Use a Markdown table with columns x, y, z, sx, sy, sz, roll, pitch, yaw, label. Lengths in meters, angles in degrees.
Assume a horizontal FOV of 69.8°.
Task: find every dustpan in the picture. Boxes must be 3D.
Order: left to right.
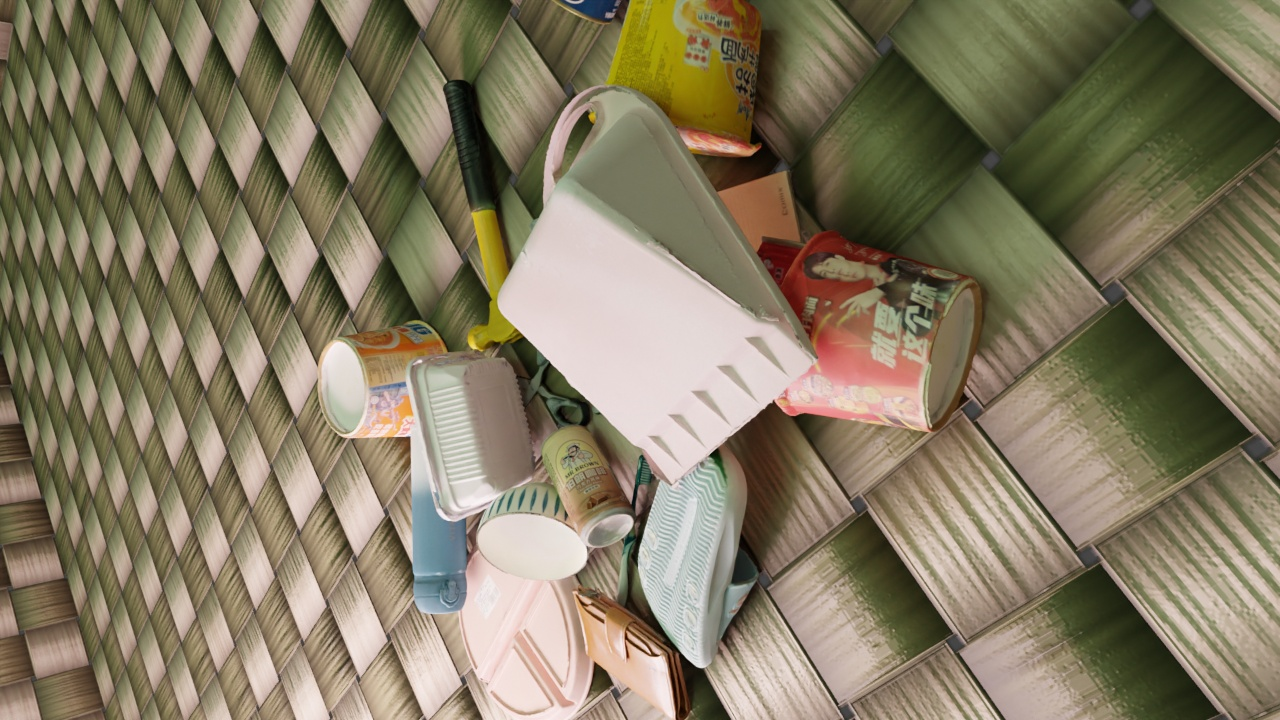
| x | y | z | sx | sy | sz | roll | pitch | yaw | label |
| --- | --- | --- | --- | --- | --- | --- | --- | --- | --- |
| 0.009 | -0.070 | 0.701 | 0.273 | 0.138 | 0.223 | 42 | 141 | -2 | dustpan |

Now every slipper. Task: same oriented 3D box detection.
| x | y | z | sx | sy | sz | roll | pitch | yaw | label |
| --- | --- | --- | --- | --- | --- | --- | --- | --- | --- |
| 0.056 | 0.164 | 0.802 | 0.104 | 0.074 | 0.246 | 44 | 140 | 39 | slipper |

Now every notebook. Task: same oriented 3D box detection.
| x | y | z | sx | sy | sz | roll | pitch | yaw | label |
| --- | --- | --- | --- | --- | --- | --- | --- | --- | --- |
| 0.045 | -0.061 | 0.794 | 0.212 | 0.012 | 0.149 | -13 | 87 | 27 | notebook |

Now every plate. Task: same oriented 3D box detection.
| x | y | z | sx | sy | sz | roll | pitch | yaw | label |
| --- | --- | --- | --- | --- | --- | --- | --- | --- | --- |
| -0.138 | 0.301 | 1.041 | 0.230 | 0.028 | 0.229 | 6 | 99 | 44 | plate |

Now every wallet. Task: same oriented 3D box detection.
| x | y | z | sx | sy | sz | roll | pitch | yaw | label |
| --- | --- | --- | --- | --- | --- | --- | --- | --- | --- |
| -0.010 | 0.277 | 0.890 | 0.131 | 0.035 | 0.119 | 23 | 139 | 41 | wallet |

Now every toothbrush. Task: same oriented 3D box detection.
| x | y | z | sx | sy | sz | roll | pitch | yaw | label |
| --- | --- | --- | --- | --- | --- | --- | --- | --- | --- |
| -0.008 | 0.183 | 0.911 | 0.018 | 0.016 | 0.192 | 10 | 106 | 7 | toothbrush |

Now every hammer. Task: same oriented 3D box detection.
| x | y | z | sx | sy | sz | roll | pitch | yaw | label |
| --- | --- | --- | --- | --- | --- | --- | --- | --- | --- |
| -0.174 | -0.166 | 1.019 | 0.129 | 0.032 | 0.300 | -20 | 81 | 43 | hammer |

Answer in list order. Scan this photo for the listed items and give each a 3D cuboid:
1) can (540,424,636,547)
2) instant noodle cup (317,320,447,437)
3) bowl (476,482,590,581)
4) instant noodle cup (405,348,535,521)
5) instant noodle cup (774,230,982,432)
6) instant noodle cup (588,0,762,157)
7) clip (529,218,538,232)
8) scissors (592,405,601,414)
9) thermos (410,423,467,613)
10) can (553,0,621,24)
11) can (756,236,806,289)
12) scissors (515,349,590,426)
| x | y | z | sx | sy | sz | roll | pitch | yaw | label |
| --- | --- | --- | --- | --- | --- | --- | --- | --- | --- |
| -0.053 | 0.123 | 0.903 | 0.059 | 0.058 | 0.116 | -59 | 45 | 30 | can |
| -0.317 | 0.029 | 1.124 | 0.152 | 0.111 | 0.151 | 6 | 98 | 44 | instant noodle cup |
| -0.107 | 0.169 | 0.952 | 0.117 | 0.116 | 0.066 | -46 | 23 | 37 | bowl |
| -0.170 | 0.071 | 0.971 | 0.060 | 0.137 | 0.173 | -15 | 89 | 27 | instant noodle cup |
| 0.168 | -0.016 | 0.643 | 0.109 | 0.137 | 0.138 | 16 | 105 | 34 | instant noodle cup |
| 0.036 | -0.235 | 0.748 | 0.138 | 0.137 | 0.110 | 16 | 97 | 42 | instant noodle cup |
| -0.088 | -0.146 | 0.948 | 0.056 | 0.027 | 0.024 | -20 | 82 | 33 | clip |
| -0.005 | 0.004 | 0.870 | 0.170 | 0.019 | 0.181 | 25 | 125 | 44 | scissors |
| -0.234 | 0.181 | 1.071 | 0.070 | 0.070 | 0.220 | -13 | 77 | 44 | thermos |
| -0.036 | -0.376 | 0.834 | 0.075 | 0.075 | 0.111 | 50 | 125 | 28 | can |
| 0.115 | -0.046 | 0.715 | 0.067 | 0.066 | 0.094 | 18 | 101 | 42 | can |
| -0.111 | 0.031 | 0.997 | 0.159 | 0.014 | 0.181 | 50 | 128 | 31 | scissors |
